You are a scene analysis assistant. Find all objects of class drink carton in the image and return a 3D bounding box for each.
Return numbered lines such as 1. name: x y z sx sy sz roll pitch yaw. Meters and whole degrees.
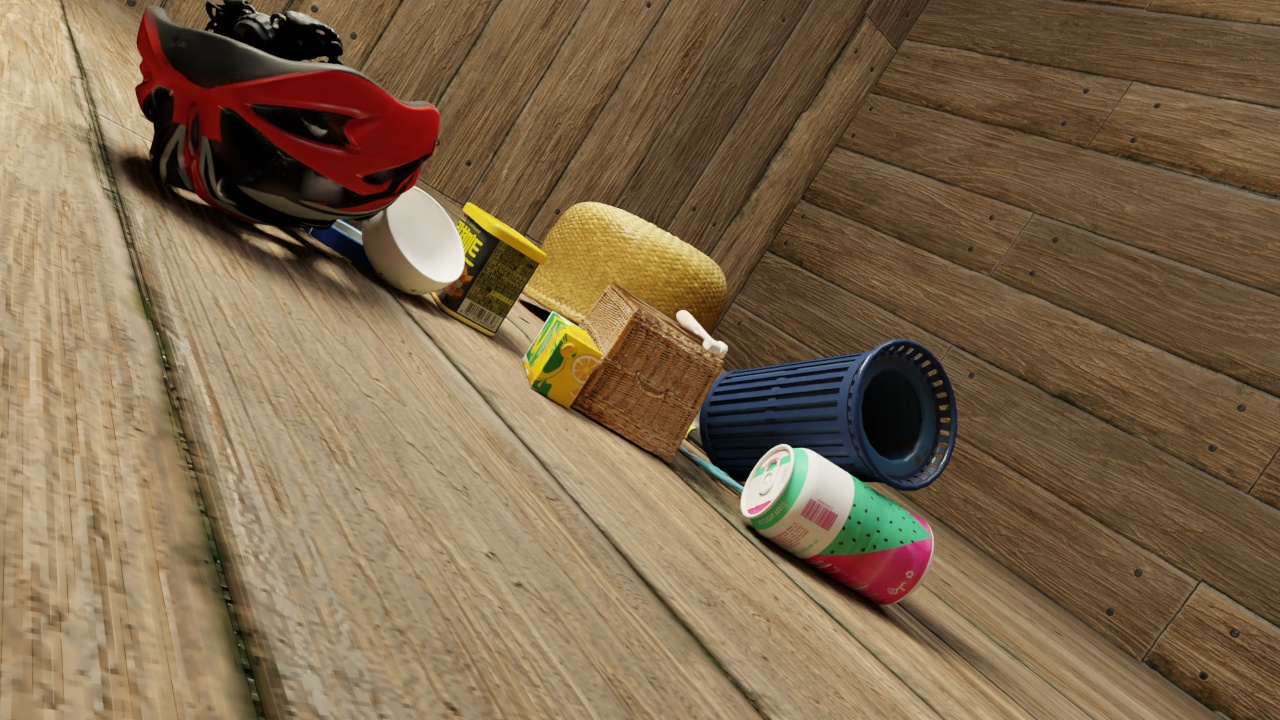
1. drink carton: -0.075 -0.002 0.865 0.041 0.058 0.122 32 5 -15

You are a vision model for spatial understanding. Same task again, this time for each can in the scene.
1. can: 0.179 0.148 0.828 0.166 0.088 0.088 32 5 -14
2. can: -0.167 -0.097 0.966 0.072 0.101 0.131 30 5 -30

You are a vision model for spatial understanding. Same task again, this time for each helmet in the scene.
1. helmet: -0.283 -0.194 0.754 0.217 0.167 0.271 19 12 7

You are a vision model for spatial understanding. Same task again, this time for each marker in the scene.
1. marker: 0.068 0.095 1.091 0.021 0.018 0.124 -14 38 -36

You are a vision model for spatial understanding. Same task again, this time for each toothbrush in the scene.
1. toothbrush: 0.055 -0.030 0.907 0.018 0.016 0.181 26 8 -14

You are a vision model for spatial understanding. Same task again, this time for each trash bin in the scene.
1. trash bin: 0.178 0.062 0.944 0.139 0.139 0.250 31 -21 -27

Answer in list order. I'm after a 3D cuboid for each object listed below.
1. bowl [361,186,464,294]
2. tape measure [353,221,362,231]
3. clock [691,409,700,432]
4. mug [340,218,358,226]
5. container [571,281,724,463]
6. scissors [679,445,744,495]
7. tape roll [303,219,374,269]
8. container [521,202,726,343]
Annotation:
1. bowl: -0.223 -0.110 0.877 0.105 0.054 0.104 46 29 -37
2. tape measure: -0.307 -0.152 1.027 0.065 0.036 0.058 38 15 20
3. clock: 0.046 0.052 1.194 0.125 0.052 0.089 26 9 -38
4. mug: -0.351 -0.190 0.941 0.117 0.081 0.111 8 -5 30
5. container: -0.005 0.005 0.936 0.113 0.113 0.198 32 6 -16
6. scissors: 0.062 0.108 0.978 0.137 0.015 0.056 29 0 33
7. tape roll: -0.290 -0.120 0.904 0.093 0.016 0.091 30 5 -34
8. container: -0.013 -0.113 1.458 0.307 0.196 0.307 29 1 -1
